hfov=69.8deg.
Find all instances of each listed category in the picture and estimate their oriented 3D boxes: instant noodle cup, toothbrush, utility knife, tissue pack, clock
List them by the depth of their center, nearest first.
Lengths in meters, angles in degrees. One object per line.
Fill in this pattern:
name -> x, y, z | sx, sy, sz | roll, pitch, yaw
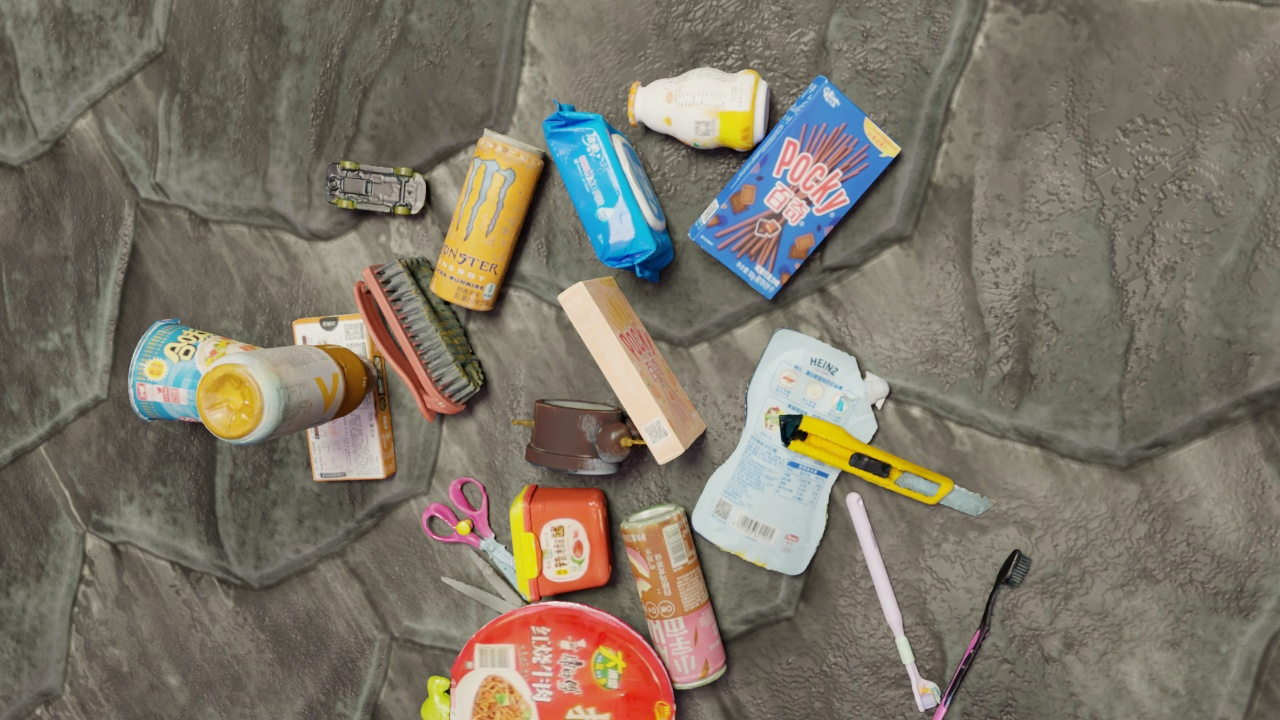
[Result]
utility knife -> 0.196, 0.085, 0.732 | 0.193, 0.015, 0.033 | 22, 104, -5
tissue pack -> -0.022, -0.137, 0.736 | 0.052, 0.095, 0.157 | -25, 89, 14
toothbrush -> 0.275, 0.240, 0.755 | 0.018, 0.014, 0.189 | 20, 102, -2
toothbrush -> 0.207, 0.198, 0.762 | 0.021, 0.029, 0.189 | -19, 92, 52
clock -> -0.042, 0.065, 0.772 | 0.122, 0.082, 0.055 | 6, 92, 15
instant noodle cup -> -0.066, 0.284, 0.796 | 0.194, 0.065, 0.194 | 1, 104, 4
instant noodle cup -> -0.391, 0.018, 0.846 | 0.110, 0.099, 0.099 | 10, 99, 5

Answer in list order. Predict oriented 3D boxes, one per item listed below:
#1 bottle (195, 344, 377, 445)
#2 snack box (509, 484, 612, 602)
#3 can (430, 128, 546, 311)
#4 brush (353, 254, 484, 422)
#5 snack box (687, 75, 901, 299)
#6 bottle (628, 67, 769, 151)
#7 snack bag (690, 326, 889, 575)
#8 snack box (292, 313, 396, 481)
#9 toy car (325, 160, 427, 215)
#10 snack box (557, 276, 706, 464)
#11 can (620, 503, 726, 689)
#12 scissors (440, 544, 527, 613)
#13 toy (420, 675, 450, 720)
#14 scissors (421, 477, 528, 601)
bottle -> -0.271, 0.021, 0.736 | 0.068, 0.189, 0.068 | 1, 95, 11
snack box -> -0.066, 0.154, 0.794 | 0.080, 0.082, 0.091 | -6, 97, 0
can -> -0.130, -0.118, 0.781 | 0.058, 0.058, 0.146 | 23, 102, 9
brush -> -0.196, -0.018, 0.808 | 0.069, 0.063, 0.146 | -27, 92, 18
snack box -> 0.120, -0.133, 0.720 | 0.084, 0.026, 0.157 | 35, 105, -20
bottle -> 0.046, -0.200, 0.726 | 0.108, 0.063, 0.063 | 7, 98, 12
snack bag -> 0.123, 0.077, 0.756 | 0.110, 0.038, 0.191 | 24, 100, 8
snack box -> -0.274, 0.035, 0.850 | 0.075, 0.026, 0.154 | -4, 97, 13
toy car -> -0.232, -0.153, 0.813 | 0.090, 0.035, 0.042 | 8, 100, 6
snack box -> -0.004, 0.004, 0.753 | 0.026, 0.084, 0.157 | -31, 89, 18
can -> 0.028, 0.200, 0.784 | 0.058, 0.057, 0.147 | -15, 93, 14
scissors -> -0.096, 0.237, 0.837 | 0.171, 0.014, 0.159 | -10, 96, 13
toy -> -0.156, 0.325, 0.857 | 0.100, 0.031, 0.096 | -44, 84, 15
scissors -> -0.132, 0.162, 0.841 | 0.137, 0.017, 0.077 | 36, 96, 2
